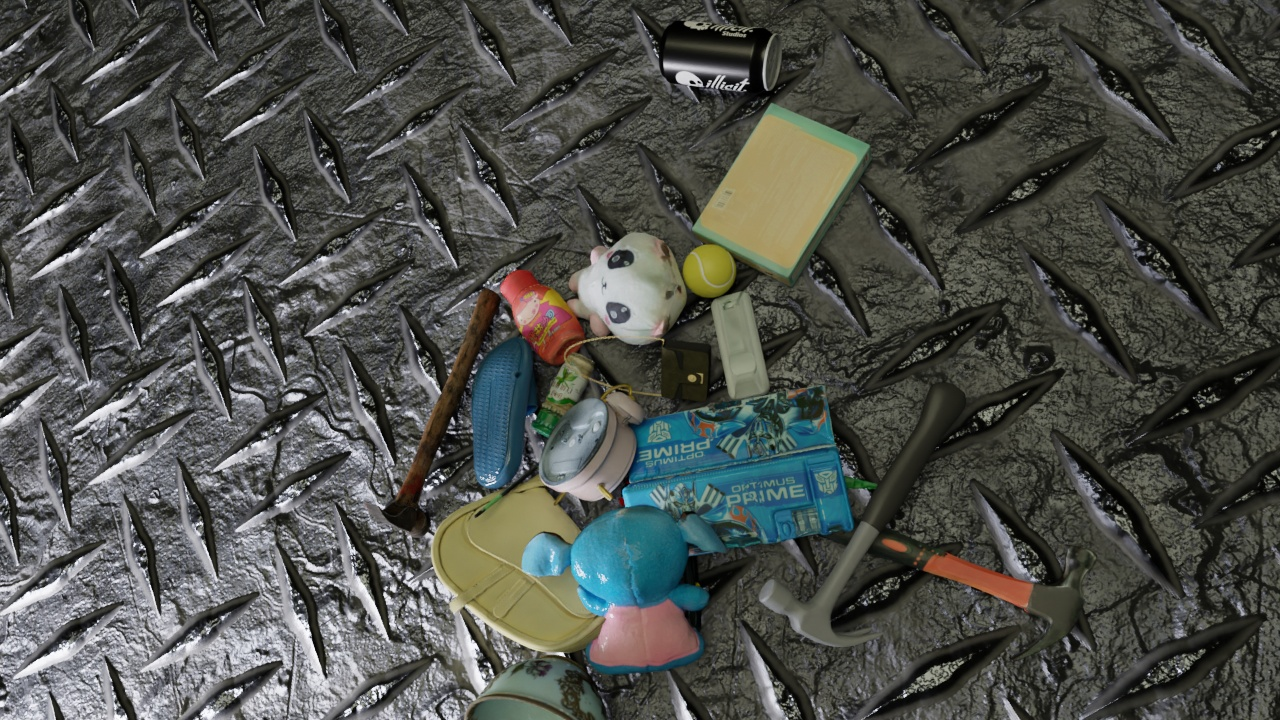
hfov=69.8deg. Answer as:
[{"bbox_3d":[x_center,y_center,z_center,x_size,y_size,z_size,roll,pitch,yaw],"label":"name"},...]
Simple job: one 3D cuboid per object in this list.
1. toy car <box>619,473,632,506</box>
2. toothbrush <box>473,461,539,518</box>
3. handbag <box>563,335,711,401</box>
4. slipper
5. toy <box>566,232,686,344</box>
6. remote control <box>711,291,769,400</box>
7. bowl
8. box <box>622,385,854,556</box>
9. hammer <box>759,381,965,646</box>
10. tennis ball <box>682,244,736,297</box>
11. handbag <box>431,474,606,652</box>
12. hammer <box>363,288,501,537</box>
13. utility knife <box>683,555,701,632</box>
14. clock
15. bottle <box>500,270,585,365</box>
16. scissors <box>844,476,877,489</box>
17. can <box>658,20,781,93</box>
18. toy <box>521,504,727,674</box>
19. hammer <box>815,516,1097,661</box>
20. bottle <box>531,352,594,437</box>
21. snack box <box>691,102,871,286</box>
[{"bbox_3d":[0.008,0.136,1.099,0.038,0.025,0.089,18,81,21],"label":"toy car"},{"bbox_3d":[-0.127,0.131,1.104,0.017,0.014,0.187,43,59,13],"label":"toothbrush"},{"bbox_3d":[-0.006,0.007,1.104,0.178,0.084,0.027,7,34,11],"label":"handbag"},{"bbox_3d":[-0.163,0.061,1.144,0.104,0.059,0.213,-31,47,34],"label":"slipper"},{"bbox_3d":[-0.023,-0.087,1.143,0.180,0.101,0.139,-1,86,37],"label":"toy"},{"bbox_3d":[0.120,-0.019,1.110,0.050,0.022,0.133,-14,70,13],"label":"remote control"},{"bbox_3d":[-0.101,0.385,1.013,0.160,0.160,0.093,6,36,19],"label":"bowl"},{"bbox_3d":[0.100,0.123,1.022,0.244,0.060,0.175,-12,71,15],"label":"box"},{"bbox_3d":[0.255,0.157,0.960,0.125,0.029,0.310,37,79,-7],"label":"hammer"},{"bbox_3d":[0.085,-0.109,1.124,0.065,0.065,0.065,-5,73,16],"label":"tennis ball"},{"bbox_3d":[-0.125,0.245,1.078,0.191,0.088,0.233,-44,67,-3],"label":"handbag"},{"bbox_3d":[-0.252,0.056,1.169,0.033,0.120,0.329,13,72,20],"label":"hammer"},{"bbox_3d":[0.057,0.234,1.054,0.020,0.028,0.174,-11,73,19],"label":"utility knife"},{"bbox_3d":[-0.054,0.092,1.077,0.117,0.059,0.157,-16,45,47],"label":"clock"},{"bbox_3d":[-0.129,-0.060,1.184,0.072,0.048,0.134,-51,63,25],"label":"bottle"},{"bbox_3d":[0.208,0.127,1.046,0.127,0.011,0.123,5,79,18],"label":"scissors"},{"bbox_3d":[0.103,-0.395,1.193,0.146,0.080,0.080,13,79,20],"label":"can"},{"bbox_3d":[-0.015,0.246,0.979,0.224,0.099,0.191,-6,100,3],"label":"toy"},{"bbox_3d":[0.293,0.207,0.982,0.333,0.033,0.133,19,83,21],"label":"hammer"},{"bbox_3d":[-0.095,0.045,1.150,0.043,0.042,0.110,23,81,22],"label":"bottle"},{"bbox_3d":[0.174,-0.207,1.135,0.141,0.044,0.193,31,85,22],"label":"snack box"}]
